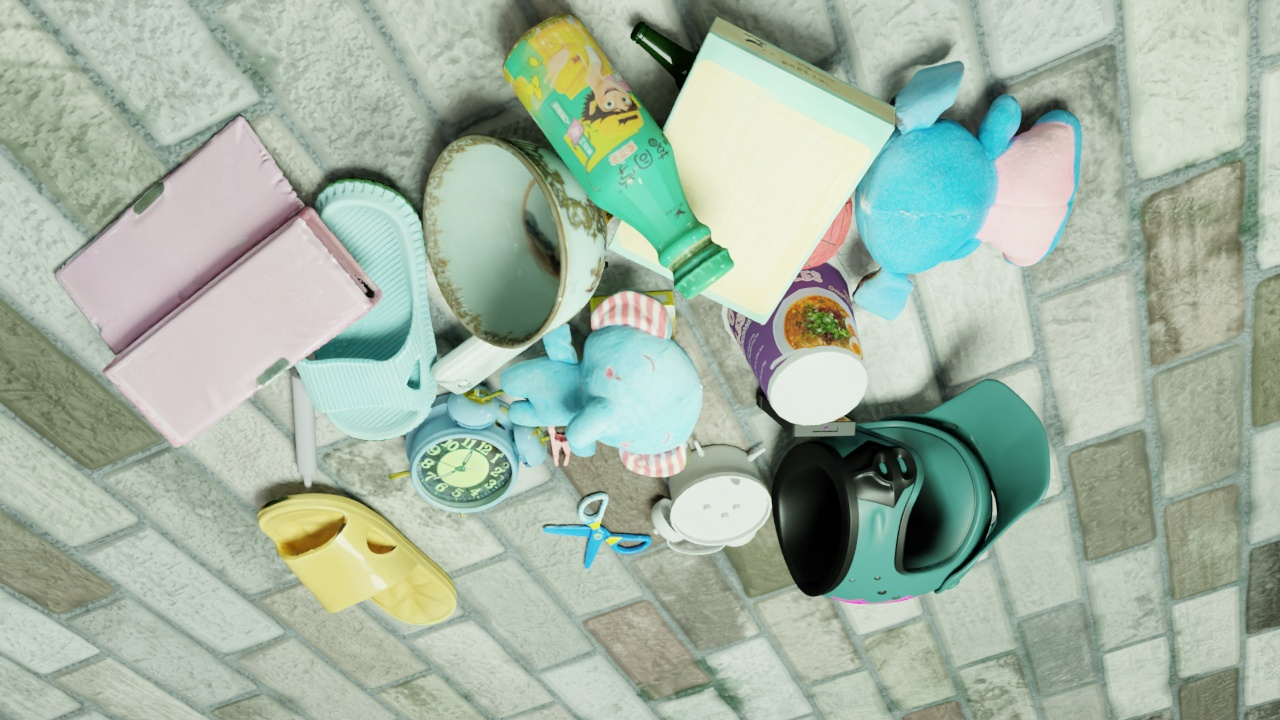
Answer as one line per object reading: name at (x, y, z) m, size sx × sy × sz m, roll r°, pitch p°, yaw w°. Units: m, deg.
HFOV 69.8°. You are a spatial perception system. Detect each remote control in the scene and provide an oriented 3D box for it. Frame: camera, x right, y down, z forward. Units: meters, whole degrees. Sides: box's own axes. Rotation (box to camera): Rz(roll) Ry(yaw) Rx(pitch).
remote control at (-0.120, -0.015, 0.808) m, size 0.133 × 0.022 × 0.050 m, roll -35°, pitch 149°, yaw 8°
remote control at (0.151, 0.048, 0.854) m, size 0.058 × 0.133 × 0.013 m, roll -1°, pitch 99°, yaw -8°

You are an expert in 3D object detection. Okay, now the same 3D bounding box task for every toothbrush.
toothbrush at (-0.325, 0.082, 0.890) m, size 0.019 × 0.018 × 0.188 m, roll 11°, pitch 128°, yaw -3°

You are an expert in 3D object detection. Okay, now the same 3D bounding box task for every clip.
clip at (-0.074, 0.079, 0.920) m, size 0.045 × 0.023 × 0.060 m, roll -18°, pitch 124°, yaw 10°

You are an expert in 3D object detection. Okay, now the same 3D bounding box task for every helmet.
helmet at (0.255, 0.131, 0.881) m, size 0.200 × 0.176 × 0.275 m, roll -9°, pitch 154°, yaw -12°

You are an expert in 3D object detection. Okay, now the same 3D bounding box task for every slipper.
slipper at (-0.291, 0.228, 0.976) m, size 0.100 × 0.078 × 0.263 m, roll -27°, pitch 132°, yaw 14°
slipper at (-0.232, -0.022, 0.777) m, size 0.116 × 0.069 × 0.277 m, roll 7°, pitch 128°, yaw -5°

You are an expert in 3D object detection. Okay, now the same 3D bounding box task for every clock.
clock at (0.076, 0.158, 0.977) m, size 0.120 × 0.061 × 0.160 m, roll 7°, pitch 128°, yaw -13°
clock at (-0.158, 0.080, 0.884) m, size 0.118 × 0.060 × 0.162 m, roll 33°, pitch 115°, yaw -28°

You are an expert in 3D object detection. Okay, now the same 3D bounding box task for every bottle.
bottle at (0.045, -0.209, 0.682) m, size 0.123 × 0.033 × 0.033 m, roll 29°, pitch 121°, yaw -27°
bottle at (-0.011, -0.138, 0.640) m, size 0.068 × 0.068 × 0.209 m, roll -37°, pitch 87°, yaw 22°

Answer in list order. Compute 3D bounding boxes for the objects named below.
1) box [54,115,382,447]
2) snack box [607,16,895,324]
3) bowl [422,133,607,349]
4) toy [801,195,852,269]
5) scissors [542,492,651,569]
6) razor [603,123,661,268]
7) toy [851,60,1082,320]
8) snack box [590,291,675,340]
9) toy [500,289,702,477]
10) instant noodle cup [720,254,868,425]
box at (-0.342, -0.054, 0.720) m, size 0.233 × 0.040 × 0.179 m, roll -33°, pitch 102°, yaw 18°
snack box at (0.076, -0.132, 0.683) m, size 0.141 × 0.044 × 0.194 m, roll 25°, pitch 130°, yaw -4°
bowl at (-0.082, -0.097, 0.706) m, size 0.093 × 0.160 × 0.160 m, roll -23°, pitch 146°, yaw -44°
toy at (0.112, -0.128, 0.743) m, size 0.133 × 0.062 × 0.092 m, roll 27°, pitch 117°, yaw -14°
scissors at (-0.046, 0.192, 1.022) m, size 0.125 × 0.013 × 0.127 m, roll 5°, pitch 125°, yaw -13°
razor at (-0.020, -0.131, 0.747) m, size 0.044 × 0.021 × 0.144 m, roll 6°, pitch 132°, yaw -35°
toy at (0.258, -0.124, 0.739) m, size 0.191 × 0.098 × 0.224 m, roll -2°, pitch 121°, yaw -13°
snack box at (-0.005, 0.005, 0.860) m, size 0.075 × 0.025 × 0.152 m, roll -5°, pitch 130°, yaw -3°
toy at (-0.036, 0.031, 0.796) m, size 0.181 × 0.114 × 0.184 m, roll -5°, pitch 119°, yaw 8°
instant noodle cup at (0.142, -0.020, 0.794) m, size 0.122 × 0.121 × 0.137 m, roll 6°, pitch 129°, yaw -12°
